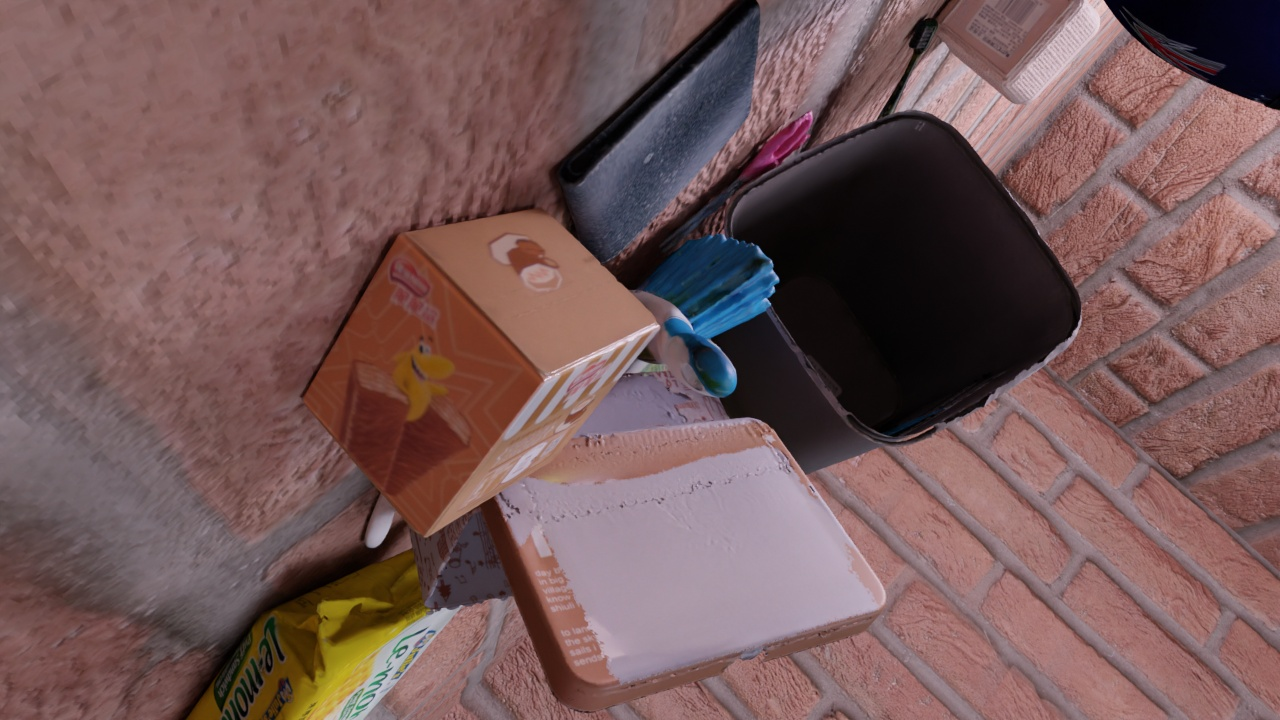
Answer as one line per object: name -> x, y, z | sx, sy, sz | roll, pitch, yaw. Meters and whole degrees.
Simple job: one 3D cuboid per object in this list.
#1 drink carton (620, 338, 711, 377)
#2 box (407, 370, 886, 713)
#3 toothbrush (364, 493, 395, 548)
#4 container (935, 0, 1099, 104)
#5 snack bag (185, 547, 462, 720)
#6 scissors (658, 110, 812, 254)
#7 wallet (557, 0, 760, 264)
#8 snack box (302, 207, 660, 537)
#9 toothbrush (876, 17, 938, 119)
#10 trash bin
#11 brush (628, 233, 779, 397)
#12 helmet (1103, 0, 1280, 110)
drink carton -> -0.004, 0.004, 0.648 | 0.122, 0.054, 0.045 | -39, 124, -40
box -> -0.017, 0.107, 0.507 | 0.180, 0.217, 0.158 | -4, 135, -31
toothbrush -> -0.137, 0.070, 0.520 | 0.016, 0.016, 0.181 | -20, 157, -36
container -> 0.288, -0.260, 0.708 | 0.090, 0.090, 0.110 | -51, 165, 27
snack bag -> -0.222, 0.216, 0.612 | 0.247, 0.068, 0.157 | -49, 168, 21
scissors -> 0.062, -0.114, 0.590 | 0.137, 0.017, 0.072 | -39, 174, -13
wallet -> 0.012, -0.104, 0.433 | 0.120, 0.019, 0.097 | -45, 169, -7
snack box -> -0.063, 0.001, 0.375 | 0.095, 0.077, 0.092 | -50, 168, 29
toothbrush -> 0.183, -0.177, 0.719 | 0.017, 0.012, 0.186 | -25, 145, -44
trash bin -> 0.152, -0.024, 0.676 | 0.198, 0.198, 0.220 | -28, 167, -18
brush -> 0.030, -0.024, 0.483 | 0.109, 0.060, 0.315 | -34, -171, -12
helmet -> 0.370, -0.292, 0.445 | 0.316, 0.240, 0.246 | -37, 173, 19
